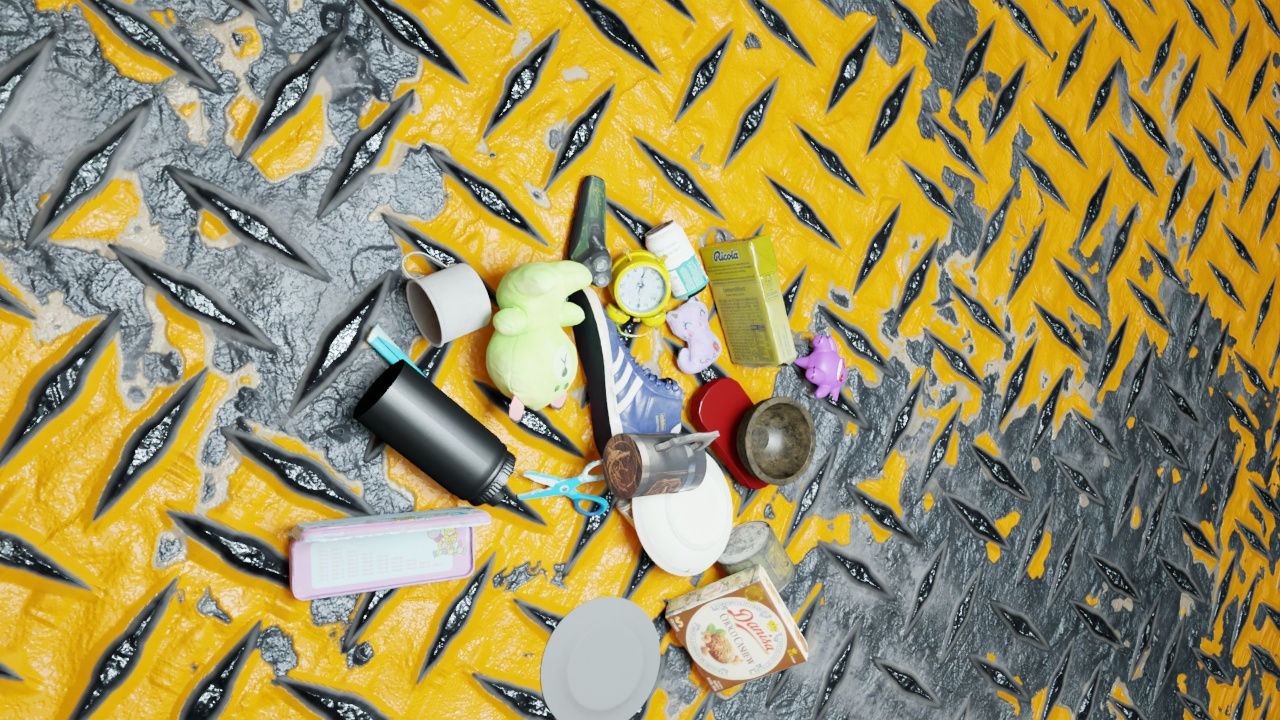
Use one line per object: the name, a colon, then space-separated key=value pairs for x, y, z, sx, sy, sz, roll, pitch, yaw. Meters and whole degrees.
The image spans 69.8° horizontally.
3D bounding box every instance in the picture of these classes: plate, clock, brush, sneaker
plate: x=-0.048 y=0.403 z=1.212 sx=0.178 sy=0.012 sz=0.178 roll=0 pitch=90 yaw=-30
clock: x=-0.002 y=-0.087 z=1.205 sx=0.083 sy=0.057 sz=0.119 roll=6 pitch=110 yaw=-10
brush: x=0.134 y=0.103 z=1.299 sx=0.082 sy=0.042 sz=0.173 roll=-45 pitch=110 yaw=-22
sneaker: x=-0.008 y=0.008 z=1.190 sx=0.118 sy=0.091 sz=0.233 roll=-13 pitch=97 yaw=-25
plate: x=0.067 y=0.197 z=1.237 sx=0.182 sy=0.034 sz=0.182 roll=13 pitch=70 yaw=-40

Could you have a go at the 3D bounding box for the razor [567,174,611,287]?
razor: x=-0.059 y=-0.168 z=1.179 sx=0.053 sy=0.067 sz=0.151 roll=12 pitch=76 yaw=-34

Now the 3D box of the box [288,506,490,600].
box: x=-0.279 y=0.219 z=1.036 sx=0.213 sy=0.091 sz=0.090 roll=-1 pitch=90 yaw=-30

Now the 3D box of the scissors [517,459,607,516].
scissors: x=-0.093 y=0.170 z=1.174 sx=0.140 sy=0.013 sz=0.118 roll=-12 pitch=129 yaw=-10

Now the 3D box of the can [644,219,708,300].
can: x=0.049 y=-0.135 z=1.244 sx=0.054 sy=0.055 sz=0.101 roll=-37 pitch=107 yaw=-25

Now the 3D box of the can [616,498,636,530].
can: x=0.005 y=0.212 z=1.228 sx=0.038 sy=0.038 sz=0.079 roll=-46 pitch=111 yaw=-22

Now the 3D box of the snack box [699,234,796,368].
snack box: x=0.152 y=-0.079 z=1.265 sx=0.045 sy=0.121 sz=0.181 roll=-22 pitch=101 yaw=-28

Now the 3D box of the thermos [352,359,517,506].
thermos: x=-0.227 y=0.094 z=1.068 sx=0.198 sy=0.086 sz=0.086 roll=43 pitch=70 yaw=-22

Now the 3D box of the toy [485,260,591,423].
toy: x=-0.129 y=-0.029 z=1.105 sx=0.149 sy=0.107 sz=0.197 roll=-22 pitch=134 yaw=-61

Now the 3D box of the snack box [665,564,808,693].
snack box: x=0.131 y=0.367 z=1.250 sx=0.147 sy=0.041 sz=0.143 roll=-26 pitch=106 yaw=16

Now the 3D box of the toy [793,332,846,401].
toy: x=0.275 y=0.013 z=1.374 sx=0.088 sy=0.056 sz=0.105 roll=29 pitch=66 yaw=-30

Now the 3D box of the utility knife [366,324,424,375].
utility knife: x=-0.261 y=0.023 z=1.092 sx=0.167 sy=0.015 sz=0.022 roll=48 pitch=67 yaw=-23

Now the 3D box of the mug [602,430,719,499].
mug: x=0.029 y=0.120 z=1.133 sx=0.107 sy=0.116 sz=0.080 roll=2 pitch=57 yaw=-39

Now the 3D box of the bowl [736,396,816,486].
bowl: x=0.178 y=0.109 z=1.266 sx=0.121 sy=0.056 sz=0.121 roll=0 pitch=90 yaw=-30

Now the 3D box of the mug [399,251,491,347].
mug: x=-0.230 y=-0.079 z=1.071 sx=0.070 sy=0.084 sz=0.113 roll=-26 pitch=97 yaw=-30

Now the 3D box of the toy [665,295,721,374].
toy: x=0.071 y=-0.033 z=1.267 sx=0.080 sy=0.036 sz=0.100 roll=-36 pitch=108 yaw=-26

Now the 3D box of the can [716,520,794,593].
can: x=0.161 y=0.282 z=1.286 sx=0.089 sy=0.090 sz=0.074 roll=-40 pitch=108 yaw=-24
